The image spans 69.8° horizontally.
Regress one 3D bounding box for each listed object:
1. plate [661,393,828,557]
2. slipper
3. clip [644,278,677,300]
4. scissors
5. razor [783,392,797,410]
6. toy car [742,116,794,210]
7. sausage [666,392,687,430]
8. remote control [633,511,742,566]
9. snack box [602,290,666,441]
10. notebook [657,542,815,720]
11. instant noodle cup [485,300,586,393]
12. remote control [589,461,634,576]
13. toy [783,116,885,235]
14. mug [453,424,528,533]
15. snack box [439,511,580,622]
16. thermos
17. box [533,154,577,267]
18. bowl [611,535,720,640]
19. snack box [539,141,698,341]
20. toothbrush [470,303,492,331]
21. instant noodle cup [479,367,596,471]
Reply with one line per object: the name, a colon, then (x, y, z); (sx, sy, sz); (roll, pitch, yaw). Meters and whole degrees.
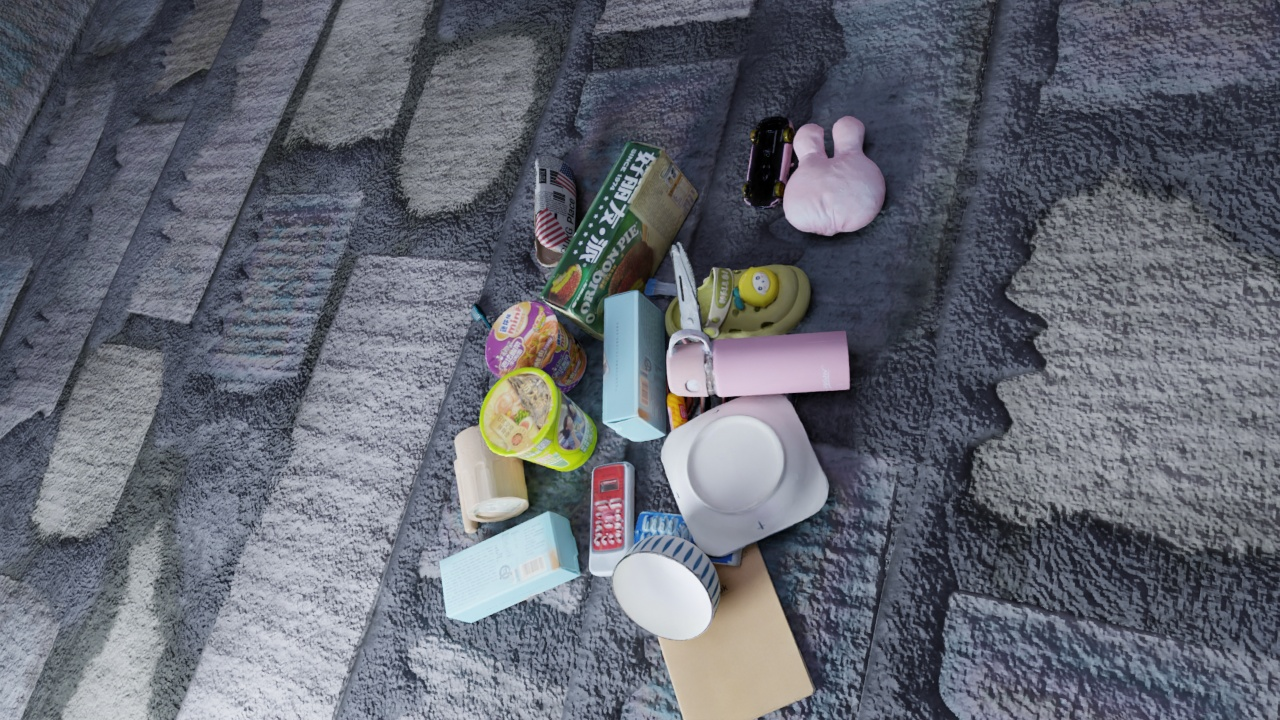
plate: (0.107, 0.116, 1.003); (0.164, 0.034, 0.163); (-28, 60, 10)
slipper: (0.105, -0.068, 1.094); (0.191, 0.081, 0.091); (-12, 65, 29)
clip: (0.034, -0.090, 1.185); (0.058, 0.038, 0.026); (11, 72, 35)
scissors: (0.051, -0.029, 1.091); (0.208, 0.015, 0.186); (50, 122, 19)
razor: (0.162, 0.095, 1.021); (0.043, 0.022, 0.142); (0, 68, 21)
toy car: (0.165, -0.251, 1.169); (0.056, 0.037, 0.122); (7, 85, 35)
sausage: (0.051, 0.110, 1.067); (0.021, 0.021, 0.165); (-16, 73, 24)
remote control: (0.054, 0.199, 1.026); (0.125, 0.024, 0.049); (2, 71, 27)
snack box: (-0.007, 0.007, 1.129); (0.052, 0.074, 0.174); (-12, 63, 25)
notebook: (0.084, 0.285, 0.991); (0.148, 0.008, 0.207); (-30, 57, 16)
instant noodle cup: (-0.129, -0.008, 1.193); (0.112, 0.099, 0.111); (-13, 62, 24)
remote control: (-0.034, 0.188, 1.097); (0.056, 0.020, 0.135); (-11, 63, 25)
toy: (0.231, -0.221, 1.103); (0.121, 0.054, 0.159); (-5, 67, 21)
mug: (-0.201, 0.153, 1.183); (0.125, 0.084, 0.103); (-41, 52, 39)
snack box: (-0.161, 0.254, 1.123); (0.175, 0.051, 0.074); (-26, 56, 17)
thermos: (0.128, -0.002, 1.014); (0.199, 0.087, 0.067); (-2, 38, 10)
box: (-0.124, -0.218, 1.293); (0.076, 0.087, 0.162); (-8, 61, 11)
bowl: (0.034, 0.233, 0.983); (0.117, 0.116, 0.066); (-4, 24, 29)
snack box: (-0.024, -0.150, 1.185); (0.063, 0.114, 0.240); (25, 83, 35)
toothbrush: (-0.199, -0.018, 1.291); (0.018, 0.016, 0.191); (-49, 52, 15)
instant noodle cup: (-0.117, 0.083, 1.130); (0.112, 0.123, 0.111); (-13, 61, 25)
